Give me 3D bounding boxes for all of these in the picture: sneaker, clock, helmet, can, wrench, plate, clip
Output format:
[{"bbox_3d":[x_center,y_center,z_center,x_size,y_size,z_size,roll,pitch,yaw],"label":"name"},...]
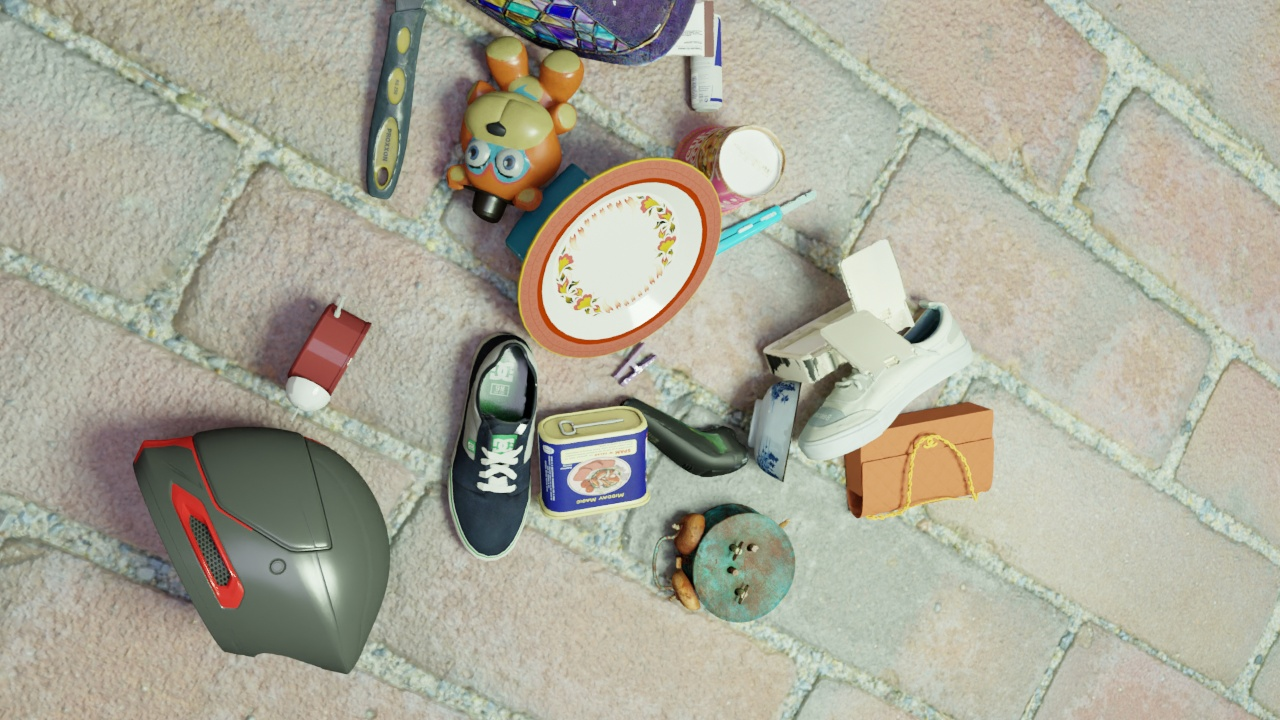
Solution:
[{"bbox_3d":[-0.144,0.092,0.917,0.084,0.079,0.235,4,96,-17],"label":"sneaker"},{"bbox_3d":[-0.297,0.001,0.859,0.044,0.087,0.124,30,85,-16],"label":"clock"},{"bbox_3d":[-0.320,0.164,0.832,0.169,0.164,0.264,-25,94,-23],"label":"helmet"},{"bbox_3d":[0.090,0.221,1.002,0.157,0.073,0.121,1,96,-15],"label":"clock"},{"bbox_3d":[0.068,-0.308,0.952,0.032,0.032,0.095,-4,98,-15],"label":"can"},{"bbox_3d":[-0.224,-0.288,0.864,0.073,0.022,0.273,9,101,-17],"label":"wrench"},{"bbox_3d":[-0.020,-0.098,0.900,0.229,0.021,0.230,-23,140,-21],"label":"plate"},{"bbox_3d":[-0.049,0.103,0.943,0.116,0.056,0.092,-7,117,-15],"label":"can"},{"bbox_3d":[-0.008,0.004,0.980,0.052,0.013,0.035,-42,105,-4],"label":"clip"},{"bbox_3d":[0.260,0.016,1.020,0.241,0.089,0.091,-34,105,-16],"label":"sneaker"}]

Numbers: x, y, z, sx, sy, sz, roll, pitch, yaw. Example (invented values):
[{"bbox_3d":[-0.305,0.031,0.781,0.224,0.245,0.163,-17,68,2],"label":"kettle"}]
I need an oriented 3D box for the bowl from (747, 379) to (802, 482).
[{"bbox_3d":[0.142,0.071,0.990,0.045,0.114,0.114,10,94,10],"label":"bowl"}]

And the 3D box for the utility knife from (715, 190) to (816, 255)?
[{"bbox_3d":[0.128,-0.152,0.999,0.151,0.015,0.022,-30,78,-12],"label":"utility knife"}]

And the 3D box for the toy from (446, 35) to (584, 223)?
[{"bbox_3d":[-0.120,-0.218,0.881,0.112,0.096,0.176,16,97,11],"label":"toy"}]

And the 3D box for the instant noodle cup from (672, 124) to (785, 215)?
[{"bbox_3d":[0.093,-0.197,0.933,0.097,0.109,0.098,-2,97,-15],"label":"instant noodle cup"}]

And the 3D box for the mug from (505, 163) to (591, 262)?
[{"bbox_3d":[-0.069,-0.121,0.918,0.104,0.084,0.112,-43,134,-1],"label":"mug"}]

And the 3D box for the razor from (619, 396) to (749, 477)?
[{"bbox_3d":[0.046,0.079,0.990,0.151,0.054,0.067,31,61,-9],"label":"razor"}]

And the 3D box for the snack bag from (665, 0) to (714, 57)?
[{"bbox_3d":[-0.004,-0.334,0.926,0.158,0.013,0.057,-2,98,-2],"label":"snack bag"}]

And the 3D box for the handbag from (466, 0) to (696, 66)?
[{"bbox_3d":[-0.065,-0.357,0.790,0.204,0.222,0.125,19,91,-49],"label":"handbag"}]

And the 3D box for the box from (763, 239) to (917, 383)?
[{"bbox_3d":[0.215,-0.053,0.937,0.143,0.193,0.106,-29,106,-18],"label":"box"}]

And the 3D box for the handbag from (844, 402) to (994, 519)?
[{"bbox_3d":[0.328,0.119,1.066,0.171,0.060,0.109,-9,103,-15],"label":"handbag"}]
